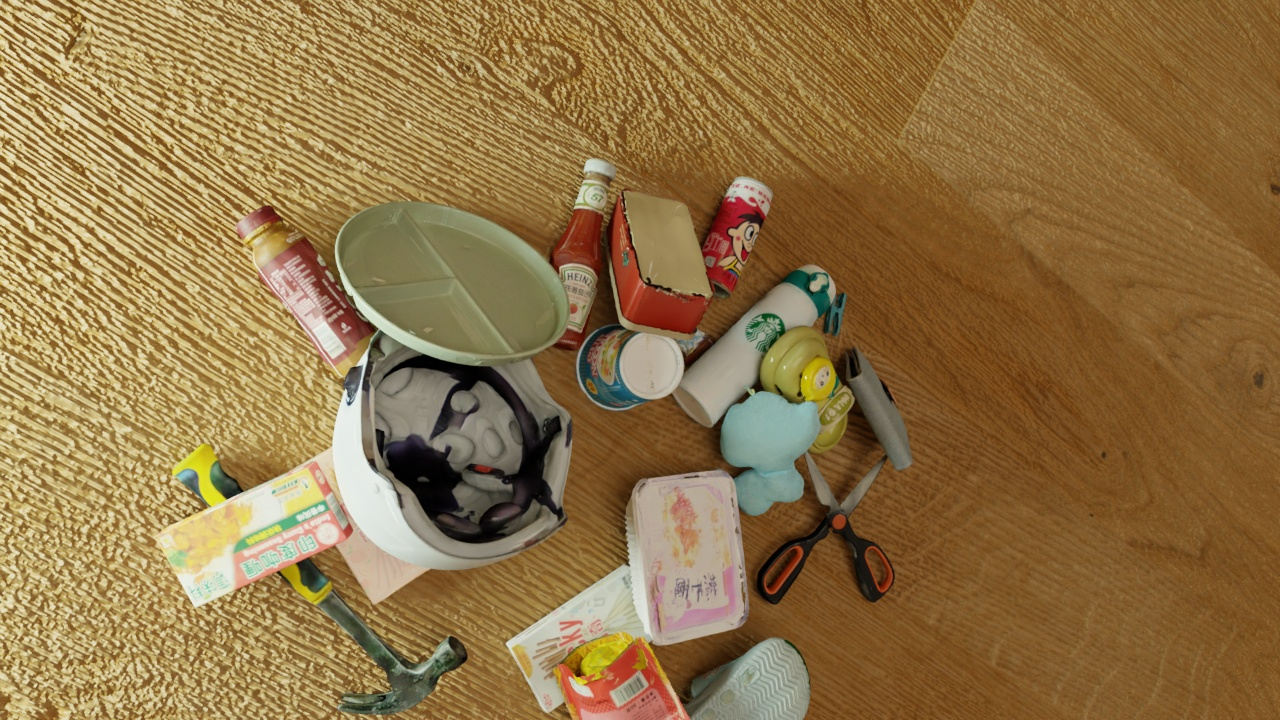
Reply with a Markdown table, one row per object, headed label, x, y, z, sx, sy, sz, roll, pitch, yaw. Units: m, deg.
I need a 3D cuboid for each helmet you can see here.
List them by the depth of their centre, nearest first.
| label | x | y | z | sx | sy | sz | roll | pitch | yaw |
| --- | --- | --- | --- | --- | --- | --- | --- | --- | --- |
| helmet | -0.190 | 0.083 | 0.871 | 0.228 | 0.146 | 0.258 | 15 | 49 | -40 |

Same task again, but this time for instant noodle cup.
| label | x | y | z | sx | sy | sz | roll | pitch | yaw |
| --- | --- | --- | --- | --- | --- | --- | --- | --- | --- |
| instant noodle cup | -0.006 | 0.006 | 0.974 | 0.099 | 0.110 | 0.099 | 1 | 87 | -21 |
| instant noodle cup | 0.043 | 0.211 | 1.000 | 0.137 | 0.060 | 0.173 | -2 | 84 | -34 |

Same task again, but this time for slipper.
| label | x | y | z | sx | sy | sz | roll | pitch | yaw |
| --- | --- | --- | --- | --- | --- | --- | --- | --- | --- |
| slipper | 0.084 | 0.404 | 1.022 | 0.245 | 0.074 | 0.104 | -38 | 100 | -1 |
| slipper | 0.206 | 0.041 | 1.039 | 0.091 | 0.082 | 0.190 | -47 | 133 | -17 |

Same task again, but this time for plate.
| label | x | y | z | sx | sy | sz | roll | pitch | yaw |
| --- | --- | --- | --- | --- | --- | --- | --- | --- | --- |
| plate | -0.178 | -0.075 | 0.881 | 0.230 | 0.229 | 0.028 | 20 | 126 | -15 |

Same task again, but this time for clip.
| label | x | y | z | sx | sy | sz | roll | pitch | yaw |
| --- | --- | --- | --- | --- | --- | --- | --- | --- | --- |
| clip | 0.237 | -0.058 | 1.119 | 0.046 | 0.014 | 0.057 | 14 | 85 | -22 |

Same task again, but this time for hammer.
| label | x | y | z | sx | sy | sz | roll | pitch | yaw |
| --- | --- | --- | --- | --- | --- | --- | --- | --- | --- |
| hammer | -0.321 | 0.213 | 0.879 | 0.126 | 0.032 | 0.323 | -41 | 99 | 4 |

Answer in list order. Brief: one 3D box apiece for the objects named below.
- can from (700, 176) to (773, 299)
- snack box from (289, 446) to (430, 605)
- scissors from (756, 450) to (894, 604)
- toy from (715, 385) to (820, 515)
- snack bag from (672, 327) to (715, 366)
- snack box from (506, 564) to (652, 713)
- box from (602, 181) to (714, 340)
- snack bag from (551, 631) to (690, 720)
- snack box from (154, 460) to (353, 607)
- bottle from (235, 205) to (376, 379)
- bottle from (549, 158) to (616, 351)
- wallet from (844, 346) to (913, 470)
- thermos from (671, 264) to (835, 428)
| label | x | y | z | sx | sy | sz | roll | pitch | yaw |
| --- | --- | --- | --- | --- | --- | --- | --- | --- | --- |
| can | 0.104 | -0.141 | 1.049 | 0.053 | 0.053 | 0.132 | 28 | 79 | -18 |
| snack box | -0.271 | 0.155 | 0.915 | 0.084 | 0.026 | 0.157 | -33 | 100 | -18 |
| scissors | 0.224 | 0.208 | 1.091 | 0.220 | 0.022 | 0.230 | -33 | 109 | -13 |
| toy | 0.137 | 0.099 | 1.019 | 0.156 | 0.162 | 0.049 | 55 | 27 | -21 |
| snack bag | 0.039 | -0.044 | 1.037 | 0.048 | 0.026 | 0.104 | -42 | 103 | -8 |
| snack box | -0.057 | 0.299 | 0.993 | 0.156 | 0.027 | 0.085 | -30 | 99 | -19 |
| box | 0.021 | -0.108 | 0.956 | 0.091 | 0.078 | 0.168 | 10 | 42 | -20 |
| snack bag | -0.002 | 0.390 | 0.951 | 0.129 | 0.073 | 0.208 | -24 | 98 | 10 |
| snack box | -0.352 | 0.158 | 0.839 | 0.156 | 0.027 | 0.077 | -25 | 100 | 2 |
| bottle | -0.320 | -0.067 | 0.885 | 0.057 | 0.057 | 0.175 | -38 | 102 | -18 |
| bottle | -0.066 | -0.114 | 0.981 | 0.059 | 0.060 | 0.206 | 16 | 83 | -20 |
| wallet | 0.287 | 0.052 | 1.095 | 0.037 | 0.106 | 0.130 | -27 | 104 | 20 |
| thermos | 0.134 | -0.023 | 1.046 | 0.224 | 0.073 | 0.073 | -43 | 103 | -16 |
